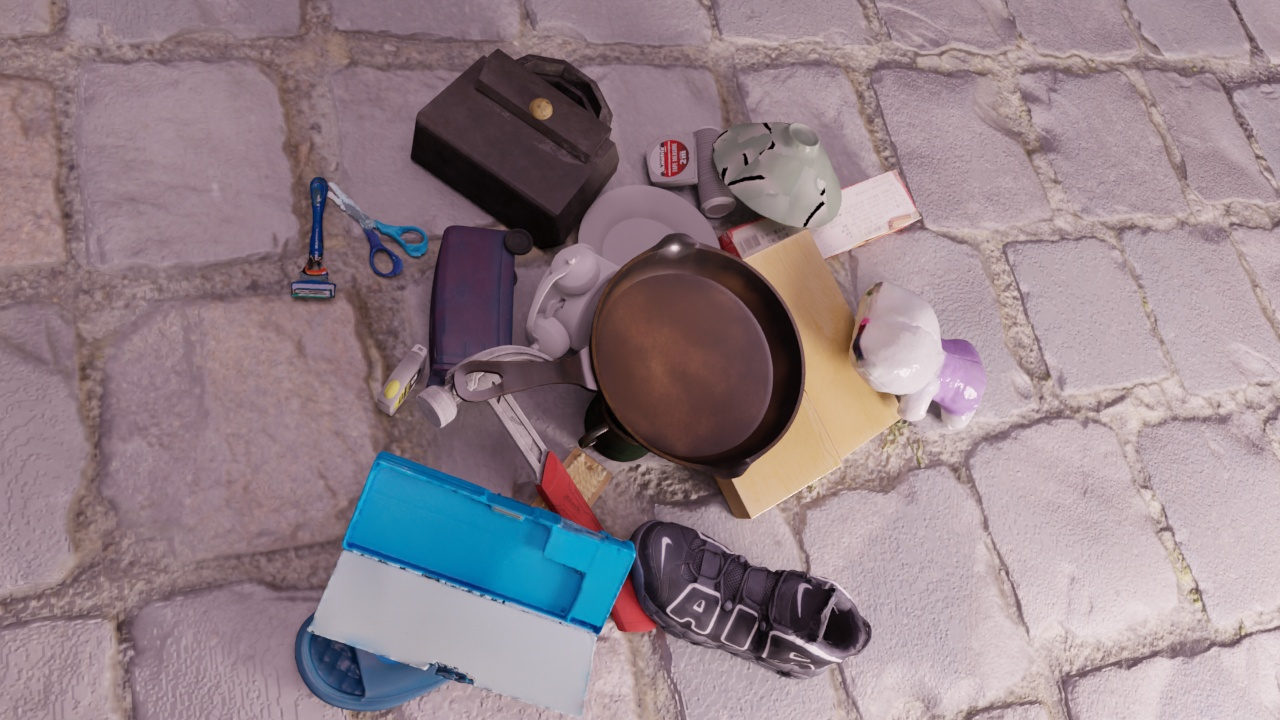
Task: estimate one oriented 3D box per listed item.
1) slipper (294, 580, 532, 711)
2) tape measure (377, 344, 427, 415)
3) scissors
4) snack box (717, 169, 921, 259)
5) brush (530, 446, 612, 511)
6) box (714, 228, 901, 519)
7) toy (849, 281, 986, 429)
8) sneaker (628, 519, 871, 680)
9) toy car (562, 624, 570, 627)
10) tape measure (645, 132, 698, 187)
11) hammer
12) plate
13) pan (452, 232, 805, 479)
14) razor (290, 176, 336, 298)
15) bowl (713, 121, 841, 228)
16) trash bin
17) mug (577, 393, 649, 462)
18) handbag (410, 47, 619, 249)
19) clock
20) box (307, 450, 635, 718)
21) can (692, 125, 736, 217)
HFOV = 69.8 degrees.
[{"bbox_3d":[-0.194,0.245,0.816,0.213,0.059,0.103,-10,74,-23],"label":"slipper"},{"bbox_3d":[-0.231,0.020,0.892,0.017,0.064,0.064,32,67,-4],"label":"tape measure"},{"bbox_3d":[-0.291,-0.143,0.966,0.134,0.016,0.073,38,64,1],"label":"scissors"},{"bbox_3d":[0.222,-0.162,1.131,0.272,0.044,0.076,-23,83,-24],"label":"snack box"},{"bbox_3d":[-0.076,0.141,0.908,0.049,0.039,0.117,38,67,-2],"label":"brush"},{"bbox_3d":[0.150,0.006,1.010,0.256,0.076,0.247,-27,91,-32],"label":"box"},{"bbox_3d":[0.319,-0.002,1.045,0.209,0.086,0.137,25,61,-35],"label":"toy"},{"bbox_3d":[0.112,0.224,0.860,0.252,0.151,0.097,31,59,-16],"label":"sneaker"},{"bbox_3d":[-0.087,0.222,0.872,0.025,0.038,0.089,-36,83,-25],"label":"toy car"},{"bbox_3d":[0.039,-0.238,1.097,0.062,0.020,0.060,-4,76,14],"label":"tape measure"},{"bbox_3d":[-0.073,0.128,0.868,0.126,0.036,0.316,-38,102,-31],"label":"hammer"},{"bbox_3d":[0.010,-0.122,1.055,0.172,0.019,0.172,7,67,-16],"label":"plate"},{"bbox_3d":[-0.005,0.005,0.881,0.355,0.043,0.248,-7,77,-24],"label":"pan"},{"bbox_3d":[-0.332,-0.126,0.943,0.044,0.018,0.140,1,68,-14],"label":"razor"},{"bbox_3d":[0.177,-0.240,1.077,0.174,0.068,0.173,12,50,-16],"label":"bowl"},{"bbox_3d":[-0.164,-0.046,0.926,0.092,0.094,0.160,5,70,-17],"label":"trash bin"},{"bbox_3d":[-0.021,0.062,0.934,0.110,0.081,0.085,-29,80,-27],"label":"mug"},{"bbox_3d":[-0.115,-0.258,1.022,0.197,0.103,0.198,34,62,-3],"label":"handbag"},{"bbox_3d":[-0.071,-0.062,0.934,0.061,0.120,0.159,30,17,19],"label":"clock"},{"bbox_3d":[-0.143,0.196,0.803,0.243,0.075,0.166,22,69,-10],"label":"box"},{"bbox_3d":[0.086,-0.228,1.110,0.044,0.044,0.106,-1,69,-19],"label":"can"}]
